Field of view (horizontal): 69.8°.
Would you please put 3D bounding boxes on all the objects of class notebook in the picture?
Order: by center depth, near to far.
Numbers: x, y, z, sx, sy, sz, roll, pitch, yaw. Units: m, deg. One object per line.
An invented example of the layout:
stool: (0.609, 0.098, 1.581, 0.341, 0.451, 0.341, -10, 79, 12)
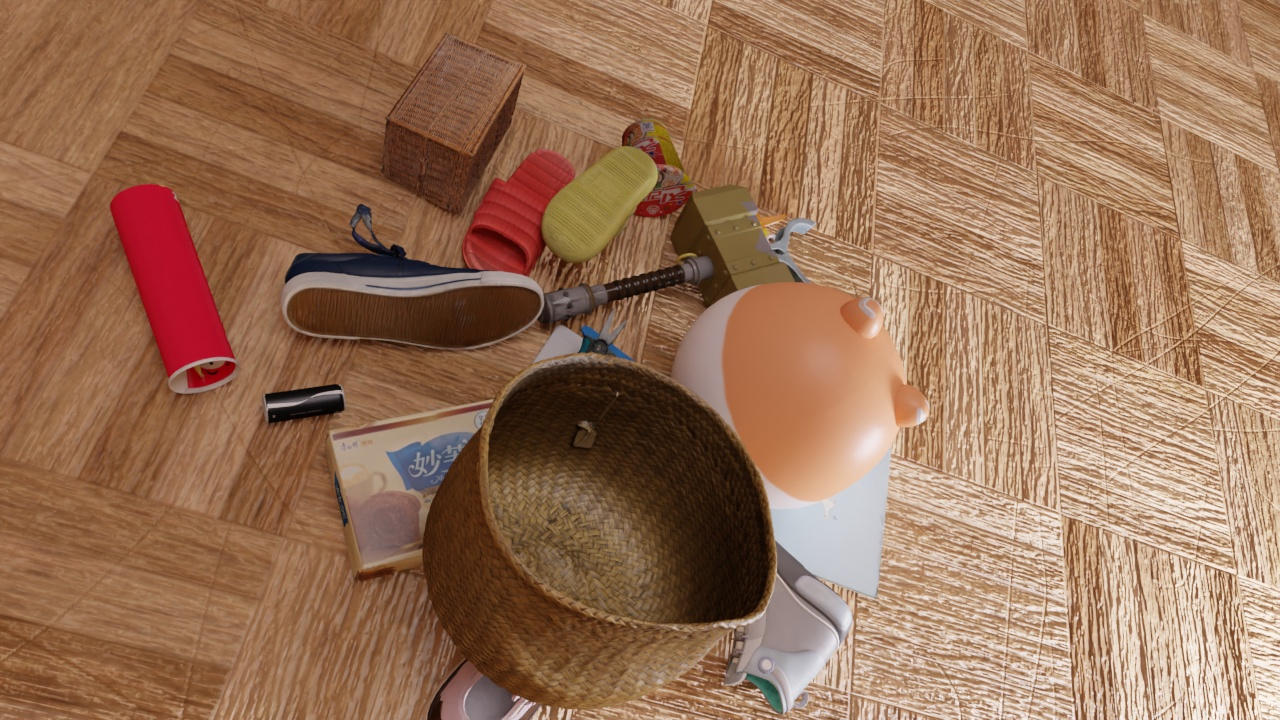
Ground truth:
notebook: (0.242, 0.163, 1.197, 0.181, 0.009, 0.252, 22, 58, -11)

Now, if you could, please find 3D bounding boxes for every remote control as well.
remote control: (-0.115, 0.018, 1.118, 0.045, 0.008, 0.146, 33, 56, -5)

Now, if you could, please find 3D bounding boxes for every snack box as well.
snack box: (-0.218, 0.133, 0.986, 0.207, 0.055, 0.153, -10, 70, -28)

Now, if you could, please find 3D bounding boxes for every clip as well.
clip: (0.229, -0.164, 1.341, 0.168, 0.031, 0.164, 30, 48, -21)

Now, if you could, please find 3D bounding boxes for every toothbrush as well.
toothbrush: (-0.007, 0.007, 1.167, 0.166, 0.014, 0.016, 38, 56, -1)

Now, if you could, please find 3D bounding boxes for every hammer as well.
hammer: (0.017, -0.102, 1.191, 0.324, 0.101, 0.190, -16, 72, -23)

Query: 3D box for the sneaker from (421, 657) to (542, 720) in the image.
sneaker: (-0.087, 0.286, 0.926, 0.293, 0.117, 0.111, -29, 78, -32)

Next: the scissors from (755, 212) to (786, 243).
scissors: (0.173, -0.198, 1.352, 0.125, 0.011, 0.131, -19, 74, -32)

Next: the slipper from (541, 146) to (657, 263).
slipper: (-0.054, -0.195, 1.181, 0.091, 0.082, 0.190, 38, 69, 5)

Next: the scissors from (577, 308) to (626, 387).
scissors: (-0.064, 0.013, 1.110, 0.151, 0.019, 0.119, -23, 98, -22)

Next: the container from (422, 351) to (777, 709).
container: (-0.047, 0.162, 0.866, 0.306, 0.197, 0.306, 22, 40, -20)

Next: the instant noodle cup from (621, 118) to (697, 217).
instant noodle cup: (0.012, -0.274, 1.279, 0.100, 0.101, 0.112, 4, 55, -22)

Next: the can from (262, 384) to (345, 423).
can: (-0.360, 0.046, 0.983, 0.080, 0.032, 0.031, -9, 68, -27)

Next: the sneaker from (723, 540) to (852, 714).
sneaker: (0.107, 0.273, 1.043, 0.256, 0.093, 0.160, 39, 64, 1)

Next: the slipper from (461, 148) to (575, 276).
slipper: (-0.150, -0.196, 1.184, 0.103, 0.059, 0.248, 28, 55, -8)

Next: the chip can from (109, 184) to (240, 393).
chip can: (-0.492, -0.078, 0.968, 0.069, 0.069, 0.220, -18, 72, -30)

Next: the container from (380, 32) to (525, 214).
container: (-0.238, -0.305, 1.169, 0.112, 0.114, 0.198, 24, 56, -5)

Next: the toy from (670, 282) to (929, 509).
toy: (0.181, 0.033, 1.068, 0.264, 0.282, 0.263, -39, 105, -47)

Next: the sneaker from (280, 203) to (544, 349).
sneaker: (-0.261, -0.095, 1.071, 0.294, 0.121, 0.127, 2, 41, -20)
